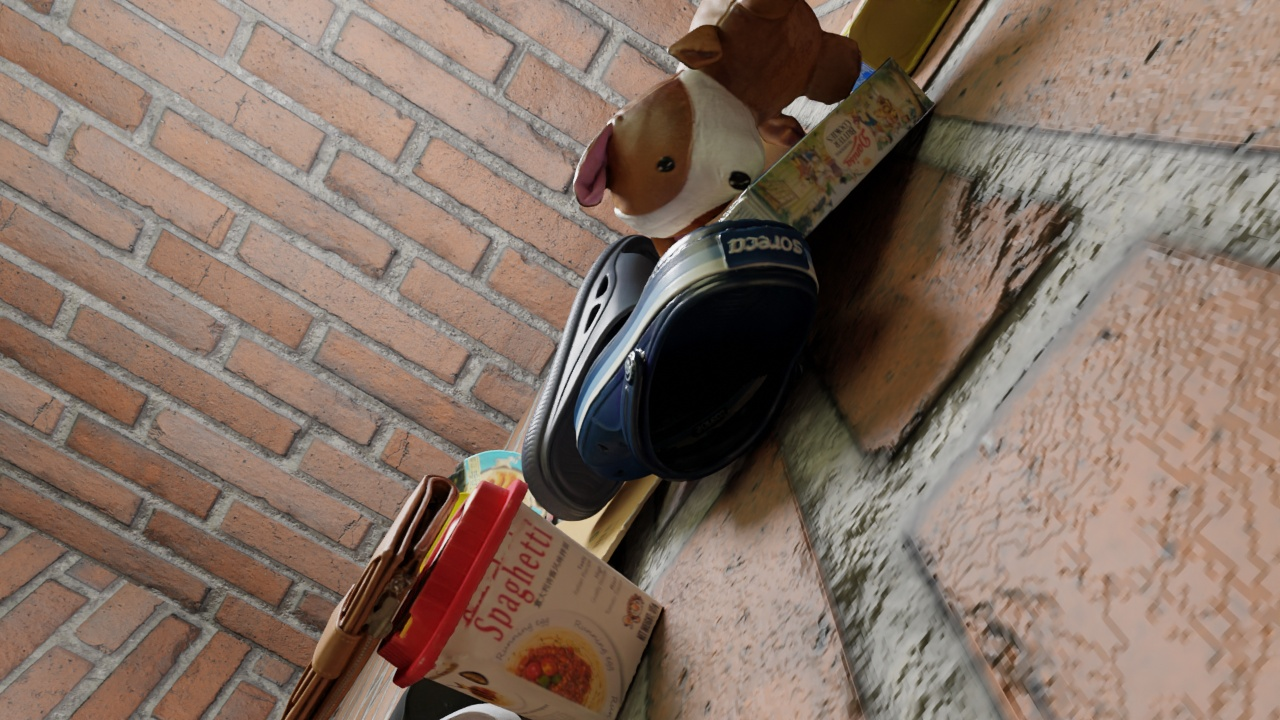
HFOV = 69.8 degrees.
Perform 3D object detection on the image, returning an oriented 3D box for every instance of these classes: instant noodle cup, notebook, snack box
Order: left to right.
[{"bbox_3d":[-0.136,0.168,0.907,0.121,0.111,0.111,87,-158,-49],"label":"instant noodle cup"},{"bbox_3d":[-0.065,0.145,0.516,0.116,0.124,0.117,-64,9,-30],"label":"instant noodle cup"},{"bbox_3d":[-0.062,0.151,0.697,0.208,0.008,0.147,-39,8,44],"label":"notebook"},{"bbox_3d":[0.086,-0.089,0.598,0.182,0.046,0.178,-44,-2,-34],"label":"snack box"}]

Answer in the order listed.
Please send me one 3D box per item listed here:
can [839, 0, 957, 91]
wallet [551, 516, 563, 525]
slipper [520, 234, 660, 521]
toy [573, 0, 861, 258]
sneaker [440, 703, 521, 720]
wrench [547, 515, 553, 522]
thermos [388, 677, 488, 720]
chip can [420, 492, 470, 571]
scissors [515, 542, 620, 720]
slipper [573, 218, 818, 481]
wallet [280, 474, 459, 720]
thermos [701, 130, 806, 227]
[{"bbox_3d":[0.193,-0.261,0.708,0.102,0.057,0.083,-58,5,3],"label":"can"},{"bbox_3d":[-0.047,0.109,0.850,0.107,0.037,0.129,150,136,-69],"label":"wallet"},{"bbox_3d":[-0.004,0.004,0.725,0.084,0.110,0.267,-17,39,42],"label":"slipper"},{"bbox_3d":[0.051,-0.156,0.601,0.200,0.140,0.130,-46,40,8],"label":"toy"},{"bbox_3d":[-0.143,0.311,0.569,0.242,0.089,0.090,-48,-21,4],"label":"sneaker"},{"bbox_3d":[-0.093,0.172,1.003,0.274,0.016,0.056,-54,9,29],"label":"wrench"},{"bbox_3d":[-0.175,0.293,0.707,0.089,0.068,0.243,-26,-19,-30],"label":"thermos"},{"bbox_3d":[-0.161,0.204,0.811,0.214,0.072,0.071,106,-174,-47],"label":"chip can"},{"bbox_3d":[-0.074,0.209,0.704,0.233,0.021,0.220,-53,9,23],"label":"scissors"},{"bbox_3d":[0.034,0.019,0.524,0.253,0.105,0.095,120,148,-57],"label":"slipper"},{"bbox_3d":[-0.150,0.136,0.510,0.132,0.031,0.107,-58,6,14],"label":"wallet"},{"bbox_3d":[0.079,-0.138,0.771,0.143,0.093,0.093,-48,7,-3],"label":"thermos"}]
